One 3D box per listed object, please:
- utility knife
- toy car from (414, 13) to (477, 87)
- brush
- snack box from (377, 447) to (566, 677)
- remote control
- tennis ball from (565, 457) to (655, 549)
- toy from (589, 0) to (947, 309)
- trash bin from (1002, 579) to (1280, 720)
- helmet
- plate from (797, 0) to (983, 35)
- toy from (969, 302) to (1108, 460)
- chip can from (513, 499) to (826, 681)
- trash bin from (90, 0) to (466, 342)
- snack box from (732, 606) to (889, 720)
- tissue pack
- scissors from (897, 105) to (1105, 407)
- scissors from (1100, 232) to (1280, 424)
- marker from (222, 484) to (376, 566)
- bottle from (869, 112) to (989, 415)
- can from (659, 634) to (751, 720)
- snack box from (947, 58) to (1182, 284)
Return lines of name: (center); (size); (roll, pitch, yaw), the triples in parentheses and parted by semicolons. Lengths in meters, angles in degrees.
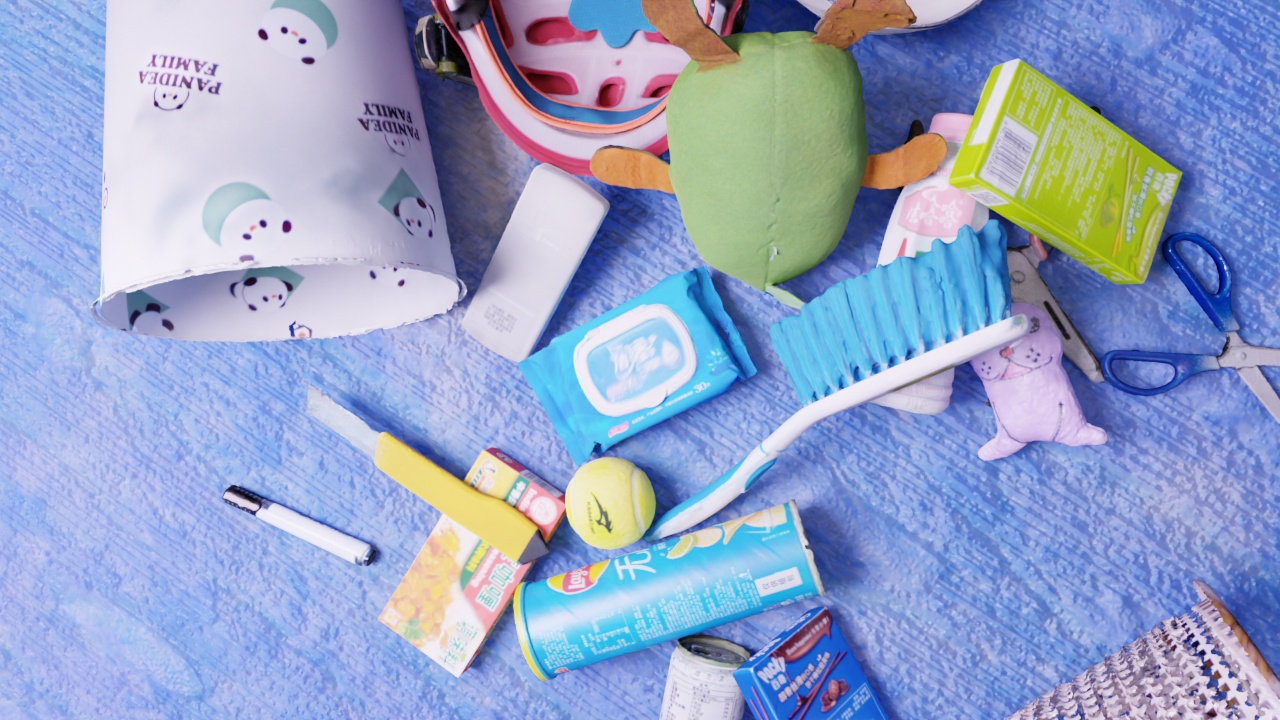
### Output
utility knife: (-0.159, 0.083, 0.675); (0.219, 0.015, 0.033); (33, 95, 6)
toy car: (-0.132, -0.221, 0.665); (0.035, 0.090, 0.042); (-7, 91, 26)
brush: (0.106, 0.025, 0.608); (0.315, 0.060, 0.109); (-27, 79, 31)
snack box: (-0.124, 0.151, 0.692); (0.077, 0.027, 0.156); (32, 94, 8)
remote control: (-0.077, -0.067, 0.660); (0.058, 0.021, 0.150); (33, 121, 0)
tennis ball: (-0.021, 0.102, 0.659); (0.065, 0.065, 0.065); (0, 89, 8)
toy: (0.080, -0.131, 0.579); (0.227, 0.247, 0.089); (2, 53, 6)
trash bin: (0.313, 0.276, 0.552); (0.192, 0.227, 0.227); (-32, 85, 19)
helmet: (-0.025, -0.262, 0.626); (0.207, 0.143, 0.240); (4, 120, 14)
plate: (0.153, -0.311, 0.612); (0.204, 0.046, 0.204); (3, 82, -19)
toy: (0.258, 0.013, 0.626); (0.084, 0.038, 0.108); (-18, 92, 34)
chip can: (0.020, 0.163, 0.651); (0.210, 0.071, 0.071); (-19, 87, 7)
trash bin: (-0.248, -0.155, 0.624); (0.230, 0.229, 0.251); (-9, 82, 7)
snack box: (0.134, 0.261, 0.633); (0.084, 0.026, 0.157); (-25, 85, -36)
tissue pack: (-0.004, 0.004, 0.664); (0.157, 0.052, 0.095); (-27, 86, 7)
scissors: (0.259, -0.080, 0.647); (0.189, 0.015, 0.226); (21, 94, 8)
scissors: (0.396, -0.009, 0.626); (0.162, 0.012, 0.176); (-19, 85, -1)
marker: (-0.267, 0.129, 0.715); (0.131, 0.022, 0.018); (22, 87, 8)
bottle: (0.196, -0.065, 0.621); (0.068, 0.068, 0.197); (13, 97, 8)
can: (0.039, 0.276, 0.654); (0.058, 0.058, 0.146); (11, 91, 8)
snack box: (0.279, -0.119, 0.598); (0.156, 0.026, 0.085); (24, 84, -19)
